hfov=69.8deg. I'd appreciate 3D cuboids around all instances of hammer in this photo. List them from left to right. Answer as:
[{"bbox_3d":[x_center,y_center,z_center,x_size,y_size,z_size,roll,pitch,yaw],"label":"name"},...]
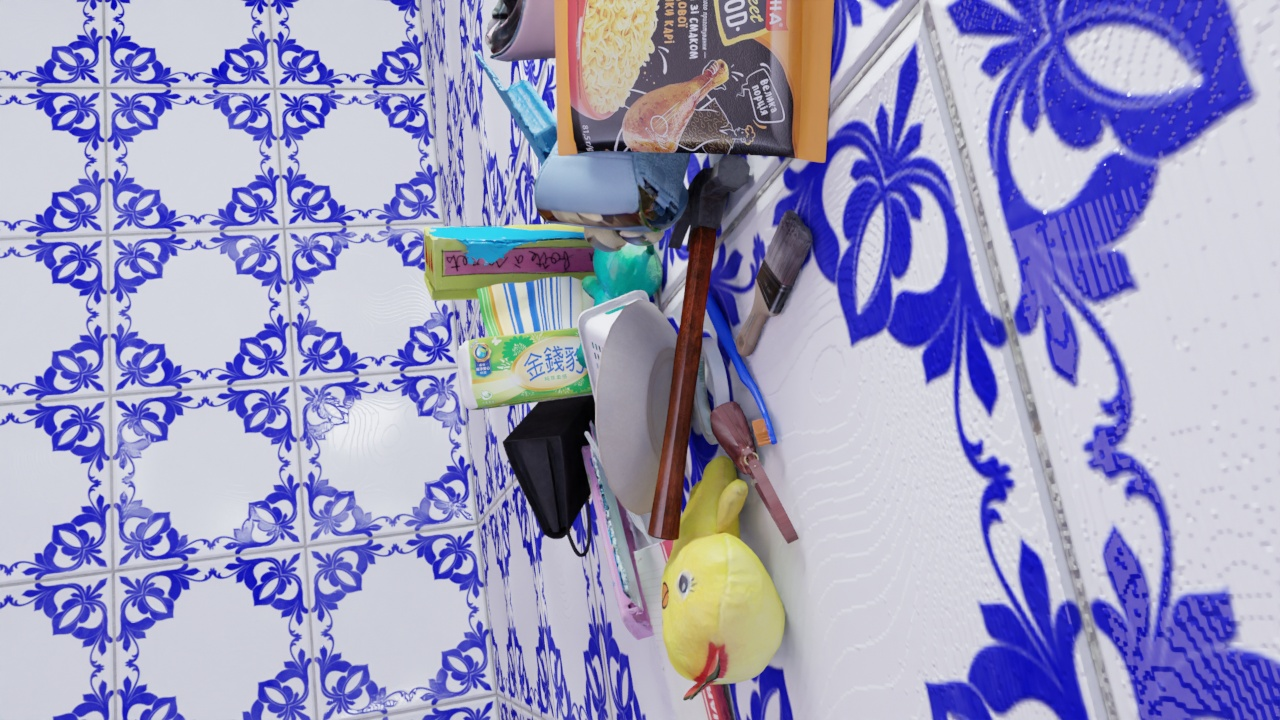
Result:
[{"bbox_3d":[0.038,-0.006,0.743,0.111,0.028,0.300,169,110,-75],"label":"hammer"}]

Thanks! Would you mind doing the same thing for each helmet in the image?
[{"bbox_3d":[-0.089,-0.429,0.944,0.255,0.152,0.230,-114,23,-54],"label":"helmet"}]

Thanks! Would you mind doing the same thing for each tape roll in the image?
[{"bbox_3d":[0.060,0.026,0.796,0.093,0.013,0.093,172,91,-81],"label":"tape roll"}]

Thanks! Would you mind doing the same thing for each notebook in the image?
[{"bbox_3d":[0.043,0.285,0.917,0.153,0.012,0.208,132,125,-67],"label":"notebook"}]

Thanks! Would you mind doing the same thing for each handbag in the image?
[{"bbox_3d":[-0.087,0.154,1.157,0.175,0.072,0.196,-55,-44,-67],"label":"handbag"},{"bbox_3d":[-0.004,-0.182,0.759,0.118,0.122,0.191,43,-121,-54],"label":"handbag"},{"bbox_3d":[0.091,0.090,0.711,0.055,0.029,0.119,67,177,-54],"label":"handbag"}]

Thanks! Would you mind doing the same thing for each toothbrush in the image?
[{"bbox_3d":[-0.015,0.156,0.996,0.181,0.010,0.010,59,159,8],"label":"toothbrush"},{"bbox_3d":[0.075,-0.001,0.753,0.016,0.018,0.182,65,-177,-49],"label":"toothbrush"}]

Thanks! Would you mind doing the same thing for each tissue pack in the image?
[{"bbox_3d":[-0.114,-0.024,1.061,0.120,0.197,0.141,166,96,-67],"label":"tissue pack"}]

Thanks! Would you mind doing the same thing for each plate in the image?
[{"bbox_3d":[0.014,0.041,0.806,0.188,0.027,0.188,-1,-90,-65],"label":"plate"}]

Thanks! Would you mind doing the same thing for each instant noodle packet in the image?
[{"bbox_3d":[0.028,-0.223,0.634,0.221,0.032,0.160,10,108,32],"label":"instant noodle packet"}]

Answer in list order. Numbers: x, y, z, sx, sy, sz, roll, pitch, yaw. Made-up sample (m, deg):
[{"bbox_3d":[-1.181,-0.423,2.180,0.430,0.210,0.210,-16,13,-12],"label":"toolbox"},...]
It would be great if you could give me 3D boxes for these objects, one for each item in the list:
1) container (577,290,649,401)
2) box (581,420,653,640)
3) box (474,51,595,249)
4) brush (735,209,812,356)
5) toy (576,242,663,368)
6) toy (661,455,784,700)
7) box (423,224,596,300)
[{"bbox_3d":[-0.005,0.005,0.893,0.049,0.080,0.129,26,134,54],"label":"container"},{"bbox_3d":[-0.032,0.186,1.043,0.159,0.035,0.230,72,-178,-57],"label":"box"},{"bbox_3d":[-0.089,-0.213,0.988,0.174,0.033,0.231,57,180,35],"label":"box"},{"bbox_3d":[0.096,-0.051,0.682,0.152,0.012,0.038,106,153,-52],"label":"brush"},{"bbox_3d":[-0.027,-0.066,0.952,0.131,0.072,0.194,35,122,35],"label":"toy"},{"bbox_3d":[0.061,0.173,0.742,0.134,0.092,0.207,112,158,-45],"label":"toy"},{"bbox_3d":[-0.152,-0.122,1.123,0.124,0.220,0.081,-142,49,-65],"label":"box"}]
